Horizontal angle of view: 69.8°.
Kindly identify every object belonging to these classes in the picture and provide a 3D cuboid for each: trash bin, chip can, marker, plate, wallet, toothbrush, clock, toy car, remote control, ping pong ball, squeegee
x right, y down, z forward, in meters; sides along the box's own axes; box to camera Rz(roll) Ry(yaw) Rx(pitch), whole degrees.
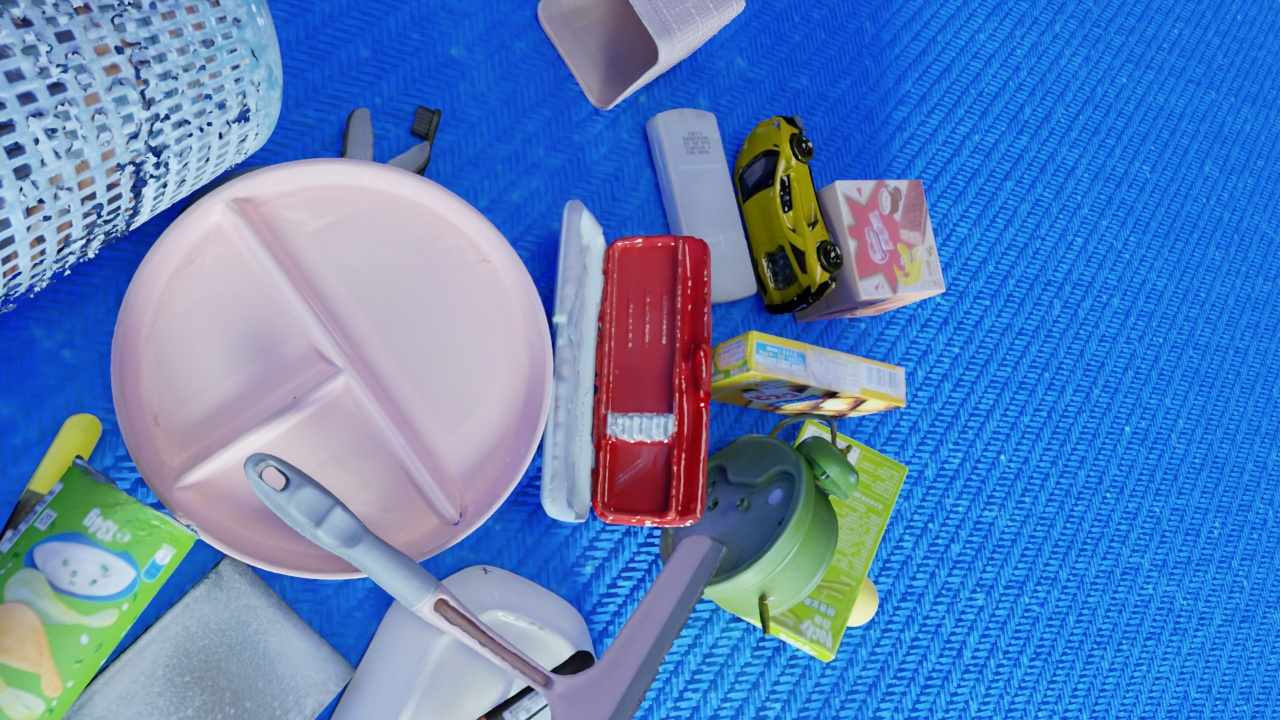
[{"bbox_3d":[-0.284,-0.131,0.409,0.226,0.227,0.194,56,47,-8],"label":"trash bin"},{"bbox_3d":[-0.298,0.157,0.400,0.072,0.072,0.235,38,65,-18],"label":"chip can"},{"bbox_3d":[-0.075,0.201,0.516,0.123,0.015,0.018,-26,91,-34],"label":"marker"},{"bbox_3d":[-0.163,0.005,0.510,0.229,0.028,0.229,0,91,-18],"label":"plate"},{"bbox_3d":[-0.225,0.176,0.475,0.097,0.019,0.120,48,62,-10],"label":"wallet"},{"bbox_3d":[-0.155,-0.080,0.574,0.017,0.012,0.185,18,71,-19],"label":"toothbrush"},{"bbox_3d":[0.082,0.099,0.613,0.056,0.116,0.161,44,64,-28],"label":"clock"},{"bbox_3d":[-0.303,0.083,0.452,0.018,0.015,0.124,34,67,-36],"label":"marker"},{"bbox_3d":[0.105,-0.111,0.697,0.041,0.071,0.155,-4,79,-35],"label":"toy car"},{"bbox_3d":[-0.107,0.249,0.516,0.162,0.034,0.265,34,65,-20],"label":"plate"},{"bbox_3d":[0.045,-0.115,0.691,0.058,0.021,0.150,-10,85,-31],"label":"remote control"},{"bbox_3d":[0.156,0.176,0.680,0.040,0.040,0.040,7,76,-29],"label":"ping pong ball"},{"bbox_3d":[-0.109,0.130,0.496,0.249,0.040,0.247,40,64,-9],"label":"squeegee"}]

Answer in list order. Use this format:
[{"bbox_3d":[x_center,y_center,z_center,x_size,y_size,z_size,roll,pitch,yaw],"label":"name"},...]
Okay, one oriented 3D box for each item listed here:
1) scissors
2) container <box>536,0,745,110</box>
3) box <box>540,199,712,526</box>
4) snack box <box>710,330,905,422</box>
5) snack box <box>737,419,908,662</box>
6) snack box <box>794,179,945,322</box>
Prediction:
[{"bbox_3d":[-0.194,-0.073,0.538,0.180,0.019,0.170,-1,79,-22],"label":"scissors"},{"bbox_3d":[0.004,-0.253,0.661,0.110,0.090,0.090,-39,99,-34],"label":"container"},{"bbox_3d":[-0.007,0.003,0.588,0.102,0.100,0.201,0,77,8],"label":"box"},{"bbox_3d":[0.110,0.015,0.662,0.140,0.087,0.033,14,72,-27],"label":"snack box"},{"bbox_3d":[0.127,0.126,0.664,0.086,0.026,0.156,26,64,8],"label":"snack box"},{"bbox_3d":[0.173,-0.086,0.726,0.094,0.077,0.092,-7,83,-31],"label":"snack box"}]
